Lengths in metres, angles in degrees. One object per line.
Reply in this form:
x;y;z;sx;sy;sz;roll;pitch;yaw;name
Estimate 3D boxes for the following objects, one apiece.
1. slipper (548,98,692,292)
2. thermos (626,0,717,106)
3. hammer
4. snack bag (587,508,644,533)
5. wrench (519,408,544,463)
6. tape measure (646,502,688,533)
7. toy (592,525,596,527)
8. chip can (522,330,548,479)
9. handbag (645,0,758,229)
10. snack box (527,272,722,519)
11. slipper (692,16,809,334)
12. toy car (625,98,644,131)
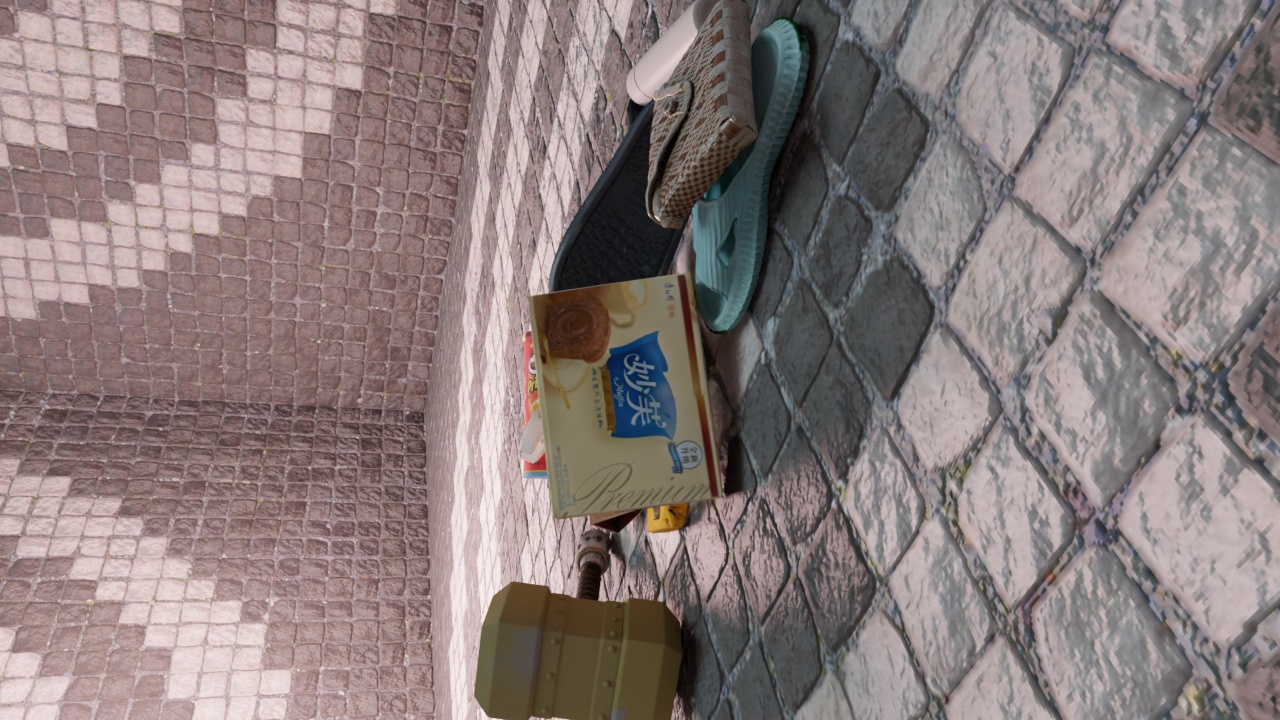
-0.016;-0.145;0.923;0.268;0.110;0.083;-63;22;2;slipper
0.039;-0.321;0.968;0.224;0.052;0.052;177;97;-72;thermos
-0.058;0.265;1.015;0.324;0.190;0.101;-87;5;-77;hammer
-0.039;0.119;1.023;0.207;0.070;0.094;94;157;-62;snack bag
-0.065;0.016;1.041;0.272;0.018;0.066;-56;-14;-44;wrench
0.026;0.145;0.941;0.068;0.030;0.058;141;128;-65;tape measure
-0.058;0.151;1.184;0.125;0.037;0.076;-102;15;-56;toy
-0.132;0.066;1.354;0.087;0.087;0.213;152;119;-69;chip can
0.047;-0.210;0.767;0.124;0.047;0.185;-46;30;43;handbag
-0.014;0.032;0.838;0.055;0.153;0.207;56;-154;-81;snack box
0.077;-0.158;0.798;0.116;0.069;0.277;-113;32;-60;slipper
0.008;-0.262;1.060;0.034;0.046;0.112;110;158;-51;toy car
